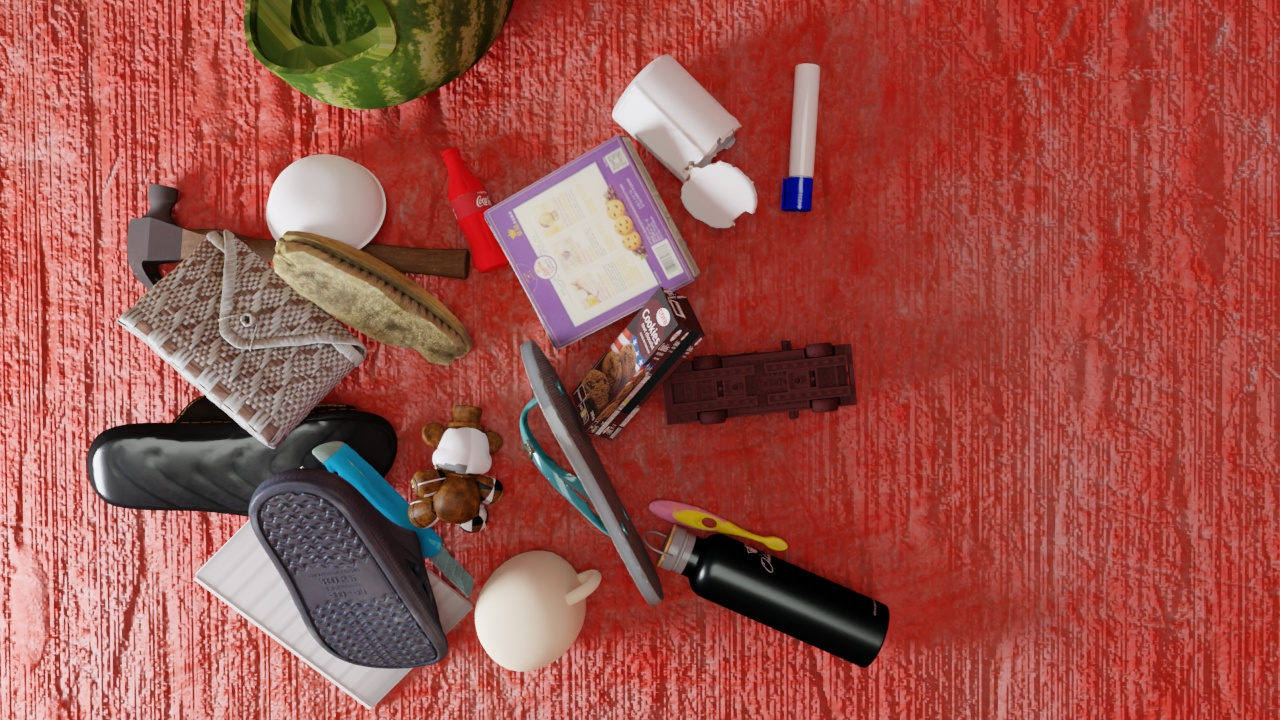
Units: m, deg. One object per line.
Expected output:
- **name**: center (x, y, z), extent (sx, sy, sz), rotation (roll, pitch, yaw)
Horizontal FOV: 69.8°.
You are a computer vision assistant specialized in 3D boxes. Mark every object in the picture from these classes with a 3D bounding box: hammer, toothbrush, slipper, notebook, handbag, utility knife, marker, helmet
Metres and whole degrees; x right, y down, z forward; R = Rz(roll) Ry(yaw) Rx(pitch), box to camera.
- **hammer**: center (-0.325, -0.101, 0.873), extent (0.323, 0.033, 0.115), rotation (4, 90, 2)
- **toothbrush**: center (0.073, 0.156, 0.870), extent (0.135, 0.016, 0.021), rotation (16, 93, 4)
- **slipper**: center (-0.366, 0.089, 0.860), extent (0.267, 0.076, 0.113), rotation (-3, 100, -12)
- **notebook**: center (-0.284, 0.217, 0.858), extent (0.142, 0.009, 0.210), rotation (-45, 106, 2)
- **handbag**: center (-0.354, -0.024, 0.821), extent (0.186, 0.047, 0.124), rotation (39, 74, 3)
- **utility knife**: center (-0.225, 0.149, 0.859), extent (0.031, 0.015, 0.205), rotation (-44, 104, -15)
- **marker**: center (0.150, -0.206, 0.855), extent (0.027, 0.023, 0.133), rotation (4, 91, 24)
- **slipper**: center (-0.058, 0.110, 0.832), extent (0.055, 0.098, 0.269), rotation (-28, 91, 1)
- **helmet**: center (-0.212, -0.338, 0.761), extent (0.213, 0.248, 0.242), rotation (38, 51, 18)
- **slipper**: center (-0.250, 0.176, 0.805), extent (0.111, 0.083, 0.268), rotation (-12, 129, 5)

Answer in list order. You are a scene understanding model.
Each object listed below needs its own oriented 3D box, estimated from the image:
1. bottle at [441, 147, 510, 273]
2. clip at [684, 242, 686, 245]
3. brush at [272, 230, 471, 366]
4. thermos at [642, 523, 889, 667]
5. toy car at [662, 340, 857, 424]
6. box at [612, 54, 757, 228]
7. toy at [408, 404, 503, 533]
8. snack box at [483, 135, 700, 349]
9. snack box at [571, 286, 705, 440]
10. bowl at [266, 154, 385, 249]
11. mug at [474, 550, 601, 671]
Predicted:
- **bottle**: center (-0.157, -0.142, 0.862), extent (0.036, 0.036, 0.119), rotation (-22, 90, 2)
- **clip**: center (-0.015, -0.127, 0.862), extent (0.127, 0.028, 0.113), rotation (22, 90, 2)
- **brush**: center (-0.243, -0.054, 0.839), extent (0.195, 0.043, 0.059), rotation (32, 118, -17)
- **thermos**: center (0.109, 0.207, 0.845), extent (0.231, 0.061, 0.061), rotation (23, 92, 2)
- **toy car**: center (0.106, 0.022, 0.841), extent (0.170, 0.062, 0.070), rotation (-6, 91, 2)
- **box**: center (0.049, -0.194, 0.830), extent (0.166, 0.092, 0.083), rotation (42, 131, -1)
- **toy**: center (-0.169, 0.100, 0.857), extent (0.087, 0.067, 0.112), rotation (11, 70, -26)
- **snack box**: center (-0.043, -0.105, 0.829), extent (0.148, 0.040, 0.143), rotation (-26, 97, 15)
- **snack box**: center (-0.005, 0.005, 0.820), extent (0.031, 0.051, 0.141), rotation (19, 124, -36)
- **bowl**: center (-0.295, -0.150, 0.846), extent (0.110, 0.041, 0.109), rotation (1, 69, -3)
- **mug**: center (-0.091, 0.225, 0.834), extent (0.120, 0.099, 0.096), rotation (-27, 90, 2)
